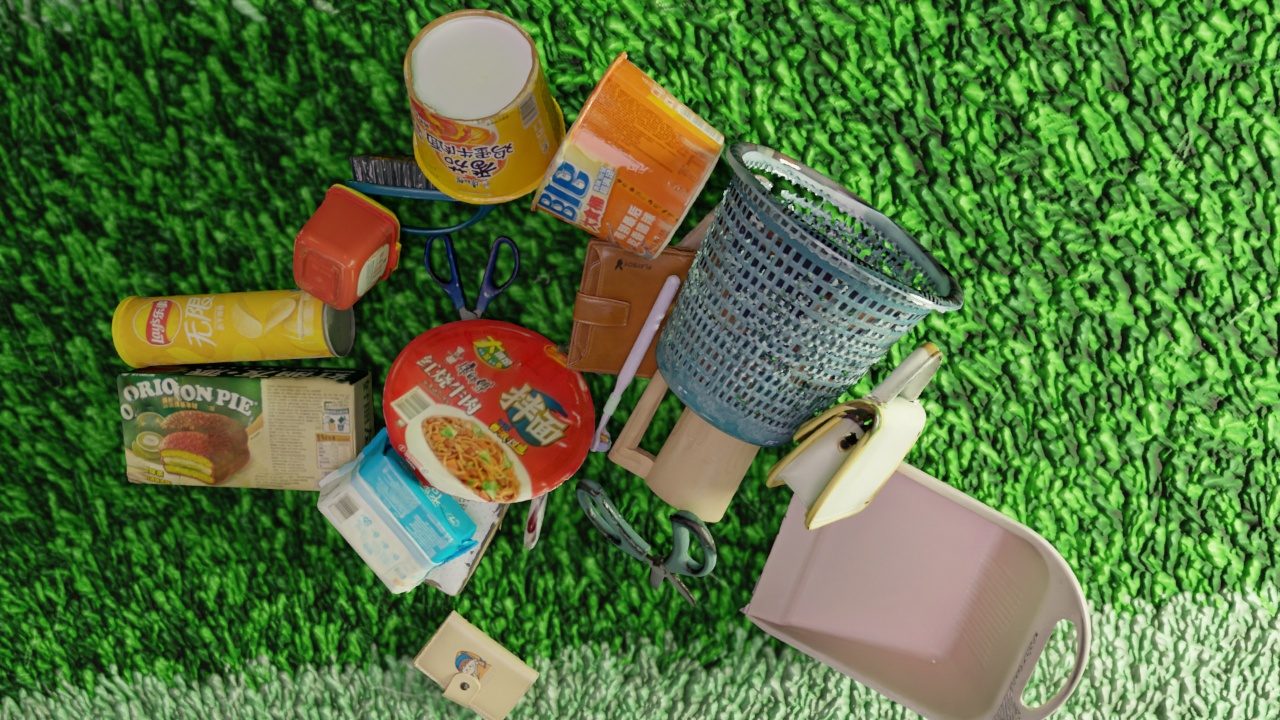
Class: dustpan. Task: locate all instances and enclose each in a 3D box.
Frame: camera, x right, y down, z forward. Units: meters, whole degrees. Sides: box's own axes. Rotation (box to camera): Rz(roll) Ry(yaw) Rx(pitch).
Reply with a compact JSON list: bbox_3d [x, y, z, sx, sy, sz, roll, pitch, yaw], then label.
[{"bbox_3d":[0.255,0.213,0.849,0.273,0.138,0.223,17,103,1],"label":"dustpan"}]

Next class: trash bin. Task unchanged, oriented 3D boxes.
[{"bbox_3d":[0.120,-0.043,0.783,0.226,0.226,0.195,33,115,-2],"label":"trash bin"}]

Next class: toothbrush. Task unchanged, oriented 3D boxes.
[{"bbox_3d":[-0.005,0.005,0.851,0.021,0.029,0.189,30,113,14],"label":"toothbrush"},{"bbox_3d":[-0.094,0.106,0.920,0.016,0.017,0.188,14,102,2],"label":"toothbrush"}]

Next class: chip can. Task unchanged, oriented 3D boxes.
[{"bbox_3d":[-0.392,-0.032,0.890,0.213,0.072,0.072,-2,102,6],"label":"chip can"}]

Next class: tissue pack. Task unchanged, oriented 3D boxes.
[{"bbox_3d":[-0.226,0.142,0.858,0.090,0.063,0.140,-38,96,11],"label":"tissue pack"}]

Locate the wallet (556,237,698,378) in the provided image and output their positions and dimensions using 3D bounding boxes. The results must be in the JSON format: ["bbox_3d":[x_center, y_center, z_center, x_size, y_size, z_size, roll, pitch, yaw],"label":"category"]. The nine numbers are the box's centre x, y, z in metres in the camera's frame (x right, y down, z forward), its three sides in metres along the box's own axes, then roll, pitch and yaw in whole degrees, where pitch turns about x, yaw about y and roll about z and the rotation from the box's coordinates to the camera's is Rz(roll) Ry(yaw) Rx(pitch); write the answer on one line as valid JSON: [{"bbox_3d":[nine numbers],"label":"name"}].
[{"bbox_3d":[-0.015,-0.048,0.852,0.119,0.035,0.131,4,115,-17],"label":"wallet"}]

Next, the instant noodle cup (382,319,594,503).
[{"bbox_3d":[-0.143,0.056,0.846,0.194,0.193,0.066,29,140,-1],"label":"instant noodle cup"}]

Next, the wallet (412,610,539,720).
[{"bbox_3d":[-0.178,0.330,0.974,0.115,0.024,0.087,37,104,-4],"label":"wallet"}]

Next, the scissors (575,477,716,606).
[{"bbox_3d":[0.015,0.169,0.874,0.170,0.019,0.180,50,146,-4],"label":"scissors"}]

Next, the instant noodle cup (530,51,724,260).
[{"bbox_3d":[-0.007,-0.161,0.764,0.111,0.151,0.151,30,103,-7],"label":"instant noodle cup"}]

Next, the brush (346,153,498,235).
[{"bbox_3d":[-0.202,-0.154,0.854,0.144,0.055,0.073,6,101,3],"label":"brush"}]

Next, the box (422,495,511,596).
[{"bbox_3d":[-0.180,0.150,0.919,0.090,0.059,0.184,30,105,-1],"label":"box"}]

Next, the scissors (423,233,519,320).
[{"bbox_3d":[-0.172,-0.051,0.897,0.157,0.012,0.166,40,104,-6],"label":"scissors"}]

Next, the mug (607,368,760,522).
[{"bbox_3d":[0.047,0.077,0.870,0.124,0.084,0.104,29,101,4],"label":"mug"}]

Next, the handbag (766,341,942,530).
[{"bbox_3d":[0.195,0.054,0.783,0.063,0.163,0.179,42,109,24],"label":"handbag"}]

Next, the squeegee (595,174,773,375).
[{"bbox_3d":[-0.053,-0.150,0.851,0.249,0.040,0.248,41,104,-3],"label":"squeegee"}]

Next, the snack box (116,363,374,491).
[{"bbox_3d":[-0.389,0.065,0.916,0.240,0.063,0.114,1,102,5],"label":"snack box"}]

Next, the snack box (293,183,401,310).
[{"bbox_3d":[-0.269,-0.099,0.837,0.082,0.079,0.091,29,142,-1],"label":"snack box"}]

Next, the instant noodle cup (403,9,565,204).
[{"bbox_3d":[-0.136,-0.218,0.779,0.138,0.110,0.138,0,72,0],"label":"instant noodle cup"}]
